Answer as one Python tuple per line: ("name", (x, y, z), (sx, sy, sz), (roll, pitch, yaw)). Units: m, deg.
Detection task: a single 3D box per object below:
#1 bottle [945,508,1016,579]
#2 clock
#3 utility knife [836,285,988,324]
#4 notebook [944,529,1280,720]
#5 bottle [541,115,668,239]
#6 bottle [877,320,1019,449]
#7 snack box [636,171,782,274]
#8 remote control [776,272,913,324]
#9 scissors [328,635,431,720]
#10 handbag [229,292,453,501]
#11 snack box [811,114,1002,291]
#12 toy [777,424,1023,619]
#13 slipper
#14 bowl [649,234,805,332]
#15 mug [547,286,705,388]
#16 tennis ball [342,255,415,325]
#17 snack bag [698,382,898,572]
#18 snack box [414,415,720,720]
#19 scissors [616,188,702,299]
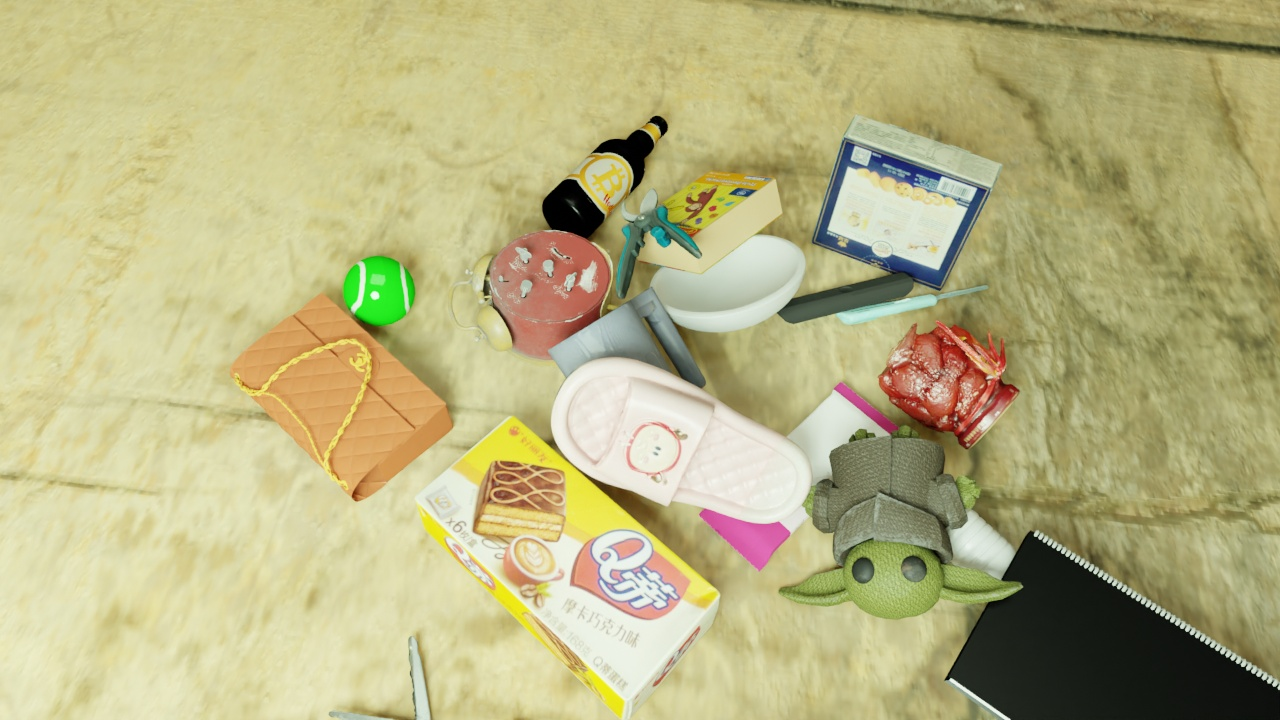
("bottle", (0.285, 0.164, 0.748), (0.044, 0.044, 0.136), (-34, 64, -24))
("clock", (-0.100, -0.063, 0.855), (0.158, 0.081, 0.117), (-8, 57, -9))
("utility knife", (0.276, -0.057, 0.917), (0.165, 0.015, 0.022), (-11, 24, -13))
("notebook", (0.348, 0.236, 0.665), (0.207, 0.016, 0.148), (33, 61, 18))
("bottle", (-0.028, -0.201, 0.967), (0.059, 0.059, 0.181), (30, 59, 16))
("bottle", (0.276, 0.013, 0.820), (0.111, 0.099, 0.098), (41, 62, 16))
("snack box", (0.065, -0.140, 0.915), (0.125, 0.040, 0.088), (-38, 36, -29))
("remote control", (0.199, -0.062, 0.907), (0.146, 0.015, 0.033), (-14, 31, -13))
("scissors", (-0.141, 0.275, 0.664), (0.175, 0.014, 0.141), (7, 59, -1))
("handbag", (-0.264, 0.028, 0.799), (0.172, 0.060, 0.108), (38, 65, 20))
("snack box", (0.255, -0.152, 0.900), (0.144, 0.145, 0.042), (23, 55, 12))
("toy", (0.198, 0.127, 0.730), (0.180, 0.078, 0.152), (-7, 59, 20))
("slipper", (0.033, 0.073, 0.726), (0.221, 0.107, 0.055), (22, 21, -11))
("bowl", (0.085, -0.066, 0.876), (0.150, 0.043, 0.149), (-12, 33, 8))
("mug", (-0.005, 0.005, 0.799), (0.123, 0.084, 0.104), (-34, 94, -41))
("tennis ball", (-0.244, -0.065, 0.857), (0.065, 0.065, 0.065), (2, 56, -3))
("snack bag", (0.141, 0.096, 0.802), (0.070, 0.016, 0.196), (41, 63, 19))
("snack box", (-0.058, 0.156, 0.721), (0.230, 0.062, 0.109), (38, 61, 21))
("scissors", (0.004, -0.110, 0.855), (0.124, 0.019, 0.155), (-48, 39, -13))
